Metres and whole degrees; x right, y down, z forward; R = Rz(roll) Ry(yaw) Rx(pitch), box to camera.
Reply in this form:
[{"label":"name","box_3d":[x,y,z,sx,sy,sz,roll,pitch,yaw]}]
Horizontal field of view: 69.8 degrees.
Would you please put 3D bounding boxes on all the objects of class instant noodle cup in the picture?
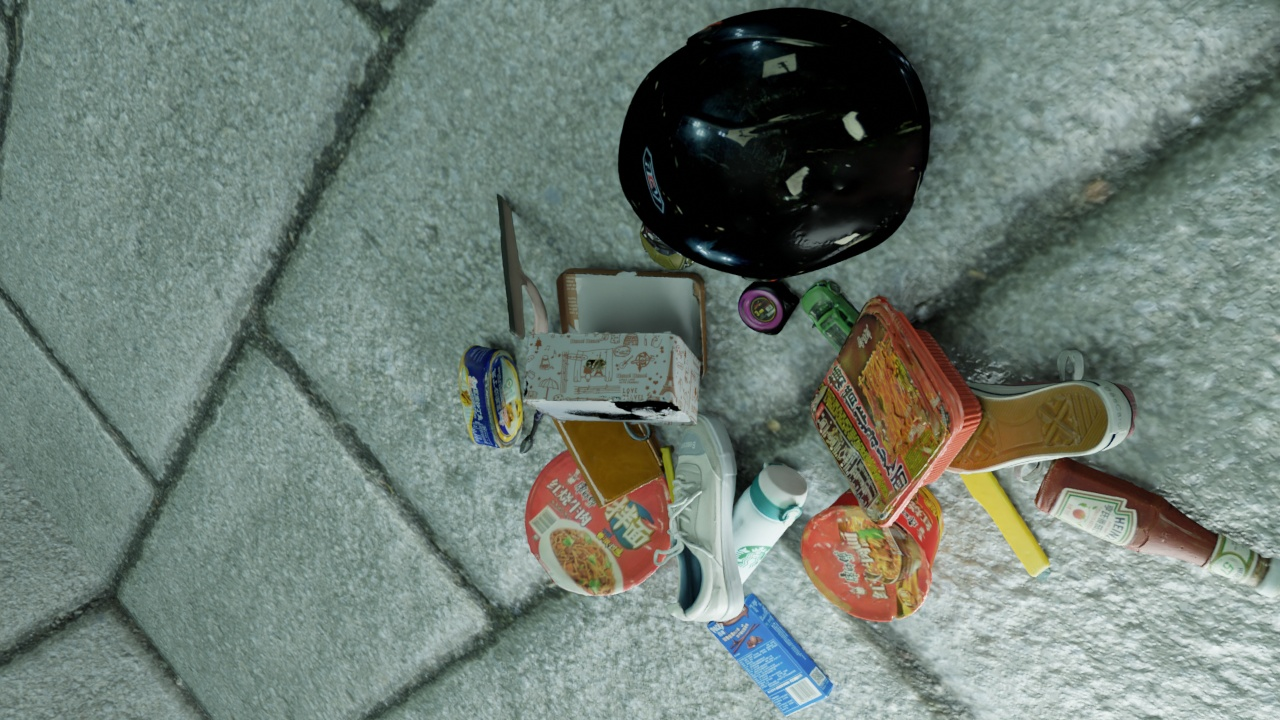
[{"label":"instant noodle cup","box_3d":[0.254,0.191,0.978,0.138,0.108,0.138,16,120,28]},{"label":"instant noodle cup","box_3d":[-0.050,0.203,1.181,0.194,0.193,0.066,41,174,11]},{"label":"instant noodle cup","box_3d":[0.248,0.046,0.879,0.189,0.079,0.164,107,149,-46]}]

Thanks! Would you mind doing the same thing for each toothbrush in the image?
[{"label":"toothbrush","box_3d":[0.044,0.198,1.127,0.016,0.015,0.190,-9,96,5]},{"label":"toothbrush","box_3d":[-0.135,0.064,1.250,0.014,0.016,0.189,38,128,17]}]

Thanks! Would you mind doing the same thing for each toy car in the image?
[{"label":"toy car","box_3d":[0.203,-0.041,0.946,0.091,0.036,0.043,50,132,9]},{"label":"toy car","box_3d":[0.035,-0.169,0.996,0.070,0.042,0.158,20,125,27]}]

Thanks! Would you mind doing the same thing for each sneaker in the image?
[{"label":"sneaker","box_3d":[0.355,0.055,0.850,0.242,0.087,0.118,-17,79,62]},{"label":"sneaker","box_3d":[0.059,0.182,1.069,0.090,0.090,0.242,-20,71,56]}]

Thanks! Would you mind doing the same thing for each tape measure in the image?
[{"label":"tape measure","box_3d":[0.136,-0.060,0.981,0.058,0.039,0.057,33,128,11]}]

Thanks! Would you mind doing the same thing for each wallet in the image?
[{"label":"wallet","box_3d":[-0.029,0.100,1.143,0.130,0.119,0.035,62,176,4]}]

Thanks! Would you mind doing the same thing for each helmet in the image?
[{"label":"helmet","box_3d":[0.119,-0.186,0.805,0.275,0.230,0.233,-16,107,-1]}]

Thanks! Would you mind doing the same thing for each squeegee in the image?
[{"label":"squeegee","box_3d":[-0.134,-0.040,1.147,0.040,0.247,0.250,-10,138,-4]}]

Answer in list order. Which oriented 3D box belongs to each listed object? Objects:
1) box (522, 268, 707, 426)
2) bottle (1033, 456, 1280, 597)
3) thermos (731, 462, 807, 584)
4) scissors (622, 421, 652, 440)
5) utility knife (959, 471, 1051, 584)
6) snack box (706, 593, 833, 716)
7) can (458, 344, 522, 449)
[{"label":"box","box_3d":[-0.019,-0.024,1.046,0.183,0.153,0.181,1,77,16]},{"label":"bottle","box_3d":[0.471,0.153,0.838,0.206,0.059,0.060,25,125,23]},{"label":"thermos","box_3d":[0.128,0.214,1.105,0.073,0.073,0.225,38,129,13]},{"label":"scissors","box_3d":[-0.011,0.016,1.119,0.159,0.014,0.175,4,94,16]},{"label":"utility knife","box_3d":[0.373,0.161,0.941,0.033,0.015,0.164,-30,95,47]},{"label":"snack box","box_3d":[0.167,0.382,1.191,0.157,0.026,0.085,48,130,5]},{"label":"can","box_3d":[-0.203,0.051,1.253,0.049,0.074,0.148,10,119,27]}]
